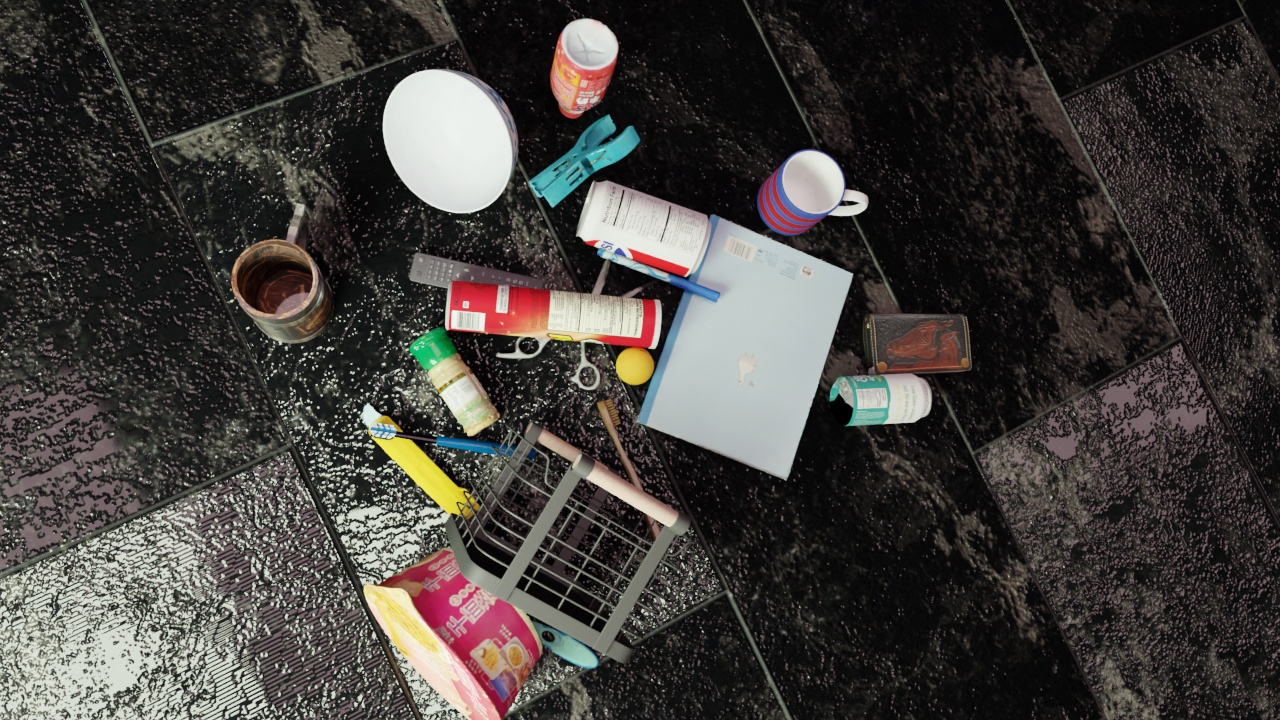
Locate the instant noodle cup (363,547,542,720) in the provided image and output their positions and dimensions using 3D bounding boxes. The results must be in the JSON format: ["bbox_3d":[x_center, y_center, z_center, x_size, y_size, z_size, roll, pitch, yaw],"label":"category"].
[{"bbox_3d":[-0.164,0.247,0.842,0.178,0.179,0.077,50,59,-1],"label":"instant noodle cup"}]

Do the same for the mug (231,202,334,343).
[{"bbox_3d":[-0.336,-0.082,0.878,0.080,0.107,0.115,14,79,-10],"label":"mug"}]

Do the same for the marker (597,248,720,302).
[{"bbox_3d":[0.020,-0.094,0.999,0.142,0.013,0.013,21,77,-3],"label":"marker"}]

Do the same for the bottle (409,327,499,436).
[{"bbox_3d":[-0.187,0.022,0.929,0.043,0.043,0.111,-34,90,-15],"label":"bottle"}]

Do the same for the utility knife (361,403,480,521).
[{"bbox_3d":[-0.220,0.105,0.921,0.165,0.017,0.030,46,70,-3],"label":"utility knife"}]

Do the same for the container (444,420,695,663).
[{"bbox_3d":[-0.068,0.150,0.832,0.163,0.241,0.130,33,84,-15],"label":"container"}]

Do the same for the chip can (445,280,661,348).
[{"bbox_3d":[-0.089,-0.047,0.941,0.214,0.052,0.051,5,80,-9],"label":"chip can"}]

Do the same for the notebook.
[{"bbox_3d":[0.120,-0.018,1.017,0.181,0.009,0.253,22,78,-7],"label":"notebook"}]

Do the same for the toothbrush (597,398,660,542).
[{"bbox_3d":[-0.008,0.119,0.966,0.016,0.016,0.167,-21,86,-14],"label":"toothbrush"}]

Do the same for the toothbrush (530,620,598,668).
[{"bbox_3d":[-0.100,0.273,0.921,0.135,0.017,0.022,32,73,-6],"label":"toothbrush"}]

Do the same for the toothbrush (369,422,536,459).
[{"bbox_3d":[-0.187,0.083,0.926,0.167,0.014,0.014,10,68,-15],"label":"toothbrush"}]

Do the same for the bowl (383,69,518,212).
[{"bbox_3d":[-0.181,-0.232,0.940,0.144,0.144,0.074,40,36,-4],"label":"bowl"}]

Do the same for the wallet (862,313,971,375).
[{"bbox_3d":[0.318,-0.019,1.054,0.123,0.019,0.072,-2,84,-12],"label":"wallet"}]

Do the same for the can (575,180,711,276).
[{"bbox_3d":[0.003,-0.141,0.979,0.132,0.070,0.070,18,78,-9],"label":"can"}]

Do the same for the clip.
[{"bbox_3d":[-0.065,-0.227,0.999,0.130,0.121,0.031,-27,133,10],"label":"clip"}]

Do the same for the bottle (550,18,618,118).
[{"bbox_3d":[-0.063,-0.294,0.954,0.062,0.138,0.062,2,81,-11],"label":"bottle"}]

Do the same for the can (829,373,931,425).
[{"bbox_3d":[0.265,0.043,1.015,0.101,0.055,0.055,-2,82,-12],"label":"can"}]

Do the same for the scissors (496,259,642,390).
[{"bbox_3d":[-0.074,-0.039,0.976,0.161,0.014,0.141,0,84,-11],"label":"scissors"}]

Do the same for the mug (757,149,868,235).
[{"bbox_3d":[0.195,-0.182,1.024,0.112,0.076,0.075,12,79,-10],"label":"mug"}]

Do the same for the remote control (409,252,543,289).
[{"bbox_3d":[-0.171,-0.083,0.961,0.136,0.015,0.032,12,79,-10],"label":"remote control"}]

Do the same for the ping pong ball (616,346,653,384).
[{"bbox_3d":[-0.006,0.006,0.970,0.040,0.040,0.040,2,81,-12],"label":"ping pong ball"}]
